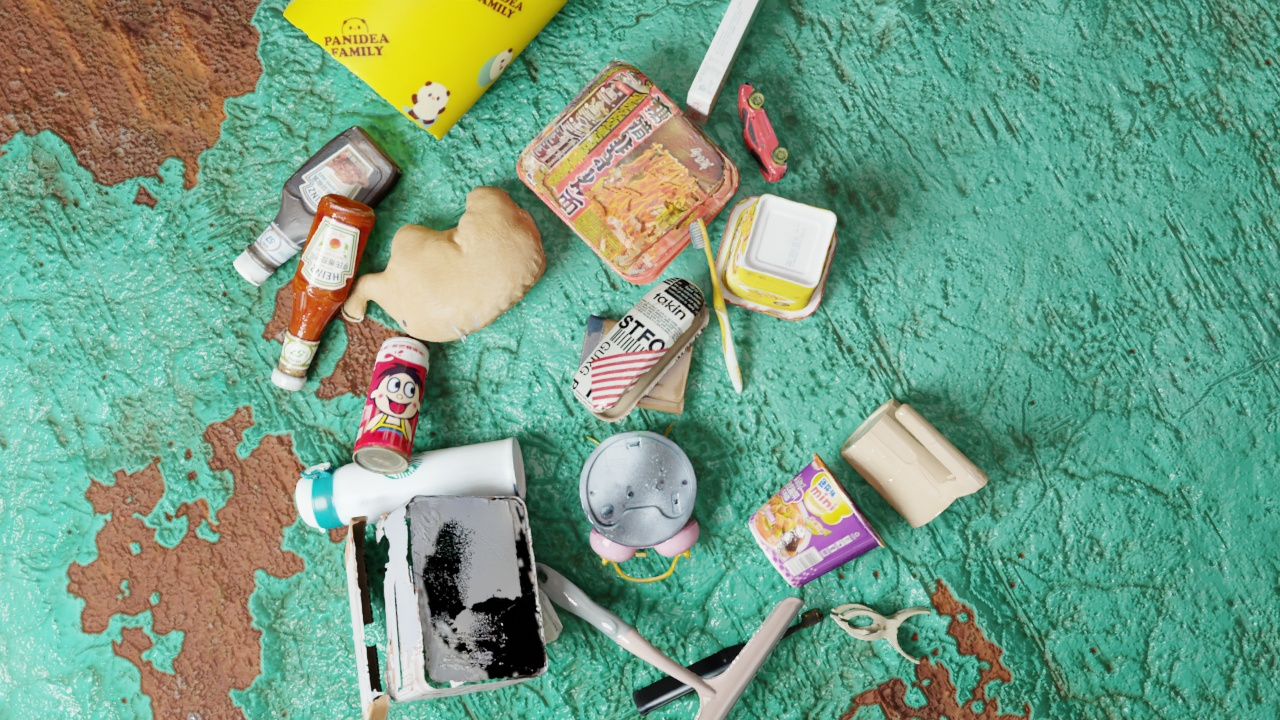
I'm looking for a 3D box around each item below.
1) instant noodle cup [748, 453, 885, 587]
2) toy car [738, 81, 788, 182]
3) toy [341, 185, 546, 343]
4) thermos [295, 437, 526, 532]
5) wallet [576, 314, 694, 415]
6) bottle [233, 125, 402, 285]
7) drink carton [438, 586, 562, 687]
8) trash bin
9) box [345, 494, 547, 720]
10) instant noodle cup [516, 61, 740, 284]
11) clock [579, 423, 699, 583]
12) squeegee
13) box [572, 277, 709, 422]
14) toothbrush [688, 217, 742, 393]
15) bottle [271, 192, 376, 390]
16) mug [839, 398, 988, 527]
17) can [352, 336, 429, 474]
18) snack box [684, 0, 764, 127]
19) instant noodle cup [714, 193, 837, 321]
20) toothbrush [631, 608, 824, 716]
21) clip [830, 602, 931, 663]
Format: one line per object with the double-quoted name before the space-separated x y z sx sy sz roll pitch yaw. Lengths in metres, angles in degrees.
"instant noodle cup" 0.169 0.164 0.910 0.099 0.111 0.111 -37 87 9
"toy car" 0.123 -0.237 0.953 0.031 0.049 0.106 -21 88 -2
"toy" -0.205 -0.083 0.941 0.226 0.082 0.143 -28 67 2
"thermos" -0.234 0.125 0.934 0.224 0.073 0.073 -9 87 1
"wallet" -0.006 0.006 0.954 0.115 0.033 0.090 10 87 -2
"bottle" -0.343 -0.157 0.962 0.195 0.044 0.080 -43 94 0
"drink carton" -0.146 0.282 0.936 0.122 0.045 0.053 -26 88 0
"trash bin" -0.190 -0.372 0.888 0.229 0.229 0.255 39 95 3
"box" -0.213 0.244 0.886 0.156 0.193 0.182 8 61 -38
"instant noodle cup" -0.010 -0.186 0.938 0.164 0.079 0.189 -45 87 -1
"clock" 0.000 0.147 0.933 0.117 0.060 0.158 -7 86 0
"squeegee" -0.008 0.275 0.908 0.249 0.040 0.247 33 93 4
"box" 0.002 -0.009 0.923 0.075 0.081 0.163 36 83 32
"toothbrush" 0.077 -0.051 0.928 0.018 0.016 0.191 -18 111 -8
"bottle" -0.330 -0.066 0.937 0.060 0.059 0.206 24 103 2
"mug" 0.267 0.095 0.899 0.103 0.125 0.084 44 71 5
"can" -0.247 0.044 0.917 0.053 0.053 0.132 2 56 1
"snack box" 0.090 -0.324 0.939 0.027 0.085 0.156 26 88 1
"instant noodle cup" 0.138 -0.107 0.909 0.116 0.123 0.116 17 88 1
"toothbrush" 0.091 0.306 0.940 0.212 0.026 0.027 -26 124 0
"clip" 0.245 0.268 0.936 0.097 0.034 0.061 13 87 -3
